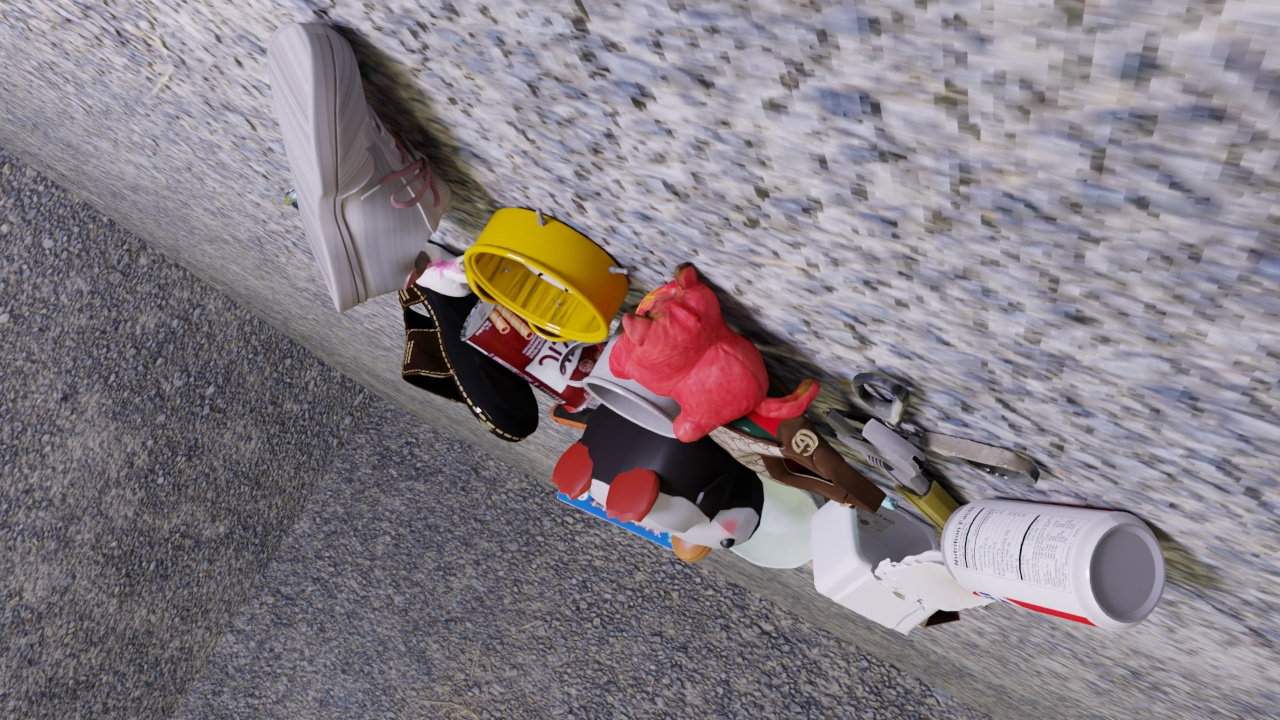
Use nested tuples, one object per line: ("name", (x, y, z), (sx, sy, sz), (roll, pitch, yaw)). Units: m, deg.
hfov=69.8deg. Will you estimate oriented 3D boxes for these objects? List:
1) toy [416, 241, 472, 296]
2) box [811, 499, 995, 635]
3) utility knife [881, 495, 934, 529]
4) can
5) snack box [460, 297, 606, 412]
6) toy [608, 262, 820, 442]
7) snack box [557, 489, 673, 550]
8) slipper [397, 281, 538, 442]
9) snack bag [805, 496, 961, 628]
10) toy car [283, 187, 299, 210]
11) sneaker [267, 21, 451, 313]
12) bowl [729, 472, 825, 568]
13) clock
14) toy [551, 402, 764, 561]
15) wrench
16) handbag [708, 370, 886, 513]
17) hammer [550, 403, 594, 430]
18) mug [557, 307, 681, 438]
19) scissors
("toy", (-0.184, -0.084, 0.826), (0.079, 0.038, 0.123), (21, 171, -23))
("box", (0.222, 0.165, 0.762), (0.107, 0.151, 0.132), (26, 127, -12))
("utility knife", (0.187, 0.107, 0.775), (0.141, 0.015, 0.022), (26, -176, 37))
("can", (0.263, 0.128, 0.597), (0.070, 0.070, 0.132), (33, 167, -14))
("snack box", (-0.090, -0.015, 0.811), (0.121, 0.072, 0.072), (35, 166, -21))
("toy", (0.046, 0.000, 0.570), (0.133, 0.088, 0.094), (26, 156, 8))
("snack box", (0.001, 0.154, 0.944), (0.154, 0.033, 0.088), (20, -178, 24))
("slipper", (-0.174, -0.001, 0.871), (0.113, 0.076, 0.267), (30, -165, -41))
("snack bag", (0.257, 0.222, 0.965), (0.094, 0.069, 0.206), (15, 161, 47))
("toy car", (-0.302, -0.146, 0.863), (0.090, 0.027, 0.038), (17, 159, 46))
("sneaker", (-0.171, -0.122, 0.588), (0.099, 0.089, 0.237), (60, 156, 21))
("bowl", (0.132, 0.141, 0.901), (0.117, 0.061, 0.118), (13, 123, 20))
("clock", (-0.070, -0.058, 0.657), (0.113, 0.052, 0.152), (33, 162, -15))
("toy", (0.043, 0.096, 0.802), (0.159, 0.140, 0.184), (15, 163, 47))
("wrench", (0.215, 0.101, 0.686), (0.273, 0.018, 0.084), (38, 172, -40))
("handbag", (0.114, 0.067, 0.668), (0.138, 0.063, 0.166), (37, 174, 23))
("hammer", (-0.048, 0.075, 1.142), (0.137, 0.035, 0.315), (36, 166, -25))
("mug", (-0.004, 0.004, 0.697), (0.113, 0.070, 0.084), (25, 166, 19))
("scissors", (0.175, 0.045, 0.597), (0.171, 0.012, 0.157), (19, 164, 43))
